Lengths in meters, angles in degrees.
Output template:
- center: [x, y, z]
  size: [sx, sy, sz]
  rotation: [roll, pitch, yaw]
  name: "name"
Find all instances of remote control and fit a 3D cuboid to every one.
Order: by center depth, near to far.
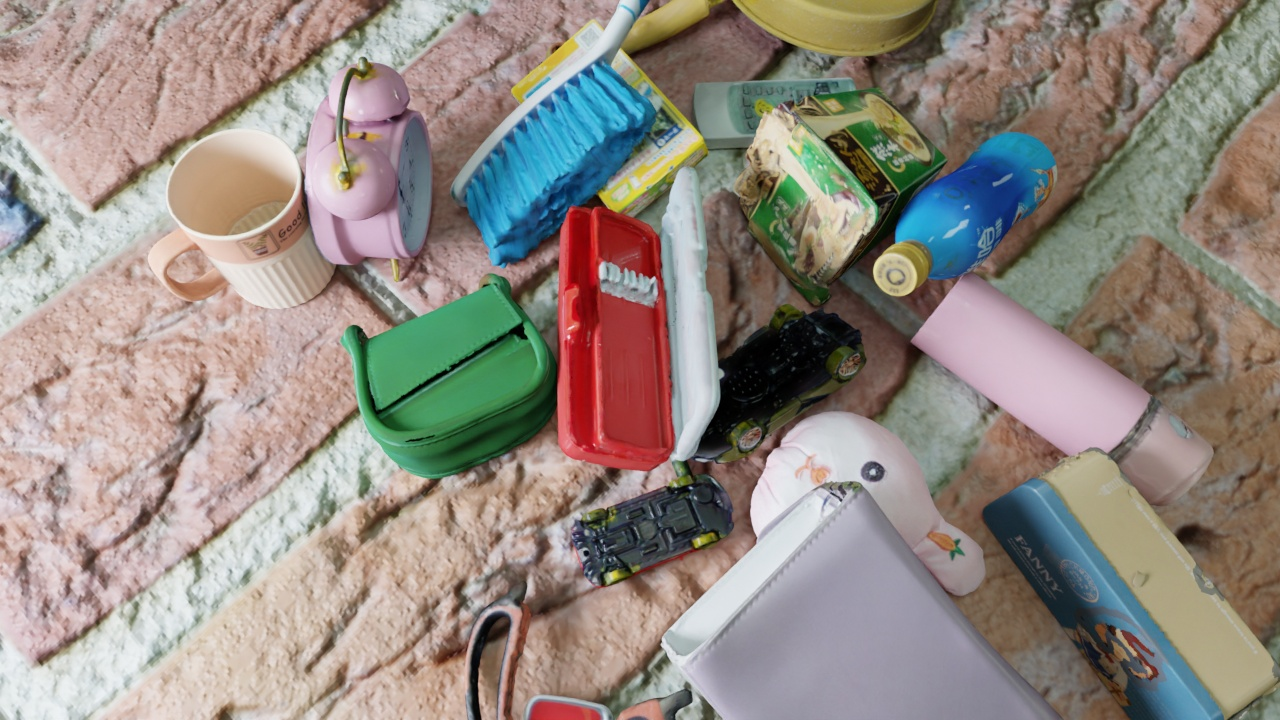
- center: [-0.052, 0.268, 0.536]
  size: [0.056, 0.020, 0.135]
  rotation: [10, 67, 0]
  name: "remote control"
- center: [0.109, -0.199, 0.738]
  size: [0.135, 0.019, 0.056]
  rotation: [-3, 68, -4]
  name: "remote control"

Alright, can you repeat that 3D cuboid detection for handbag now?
- center: [0.128, 0.186, 0.521]
  size: [0.145, 0.098, 0.197]
  rotation: [-42, 90, -7]
  name: "handbag"
- center: [-0.125, 0.007, 0.620]
  size: [0.131, 0.068, 0.120]
  rotation: [-24, 63, -11]
  name: "handbag"

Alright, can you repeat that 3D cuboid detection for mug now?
- center: [-0.270, -0.083, 0.622]
  size: [0.114, 0.106, 0.081]
  rotation: [-41, 75, -17]
  name: "mug"

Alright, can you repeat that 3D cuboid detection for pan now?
- center: [0.089, -0.311, 0.771]
  size: [0.356, 0.078, 0.197]
  rotation: [-19, 67, -17]
  name: "pan"

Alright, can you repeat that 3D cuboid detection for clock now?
- center: [-0.183, -0.131, 0.619]
  size: [0.060, 0.159, 0.117]
  rotation: [4, 68, 1]
  name: "clock"

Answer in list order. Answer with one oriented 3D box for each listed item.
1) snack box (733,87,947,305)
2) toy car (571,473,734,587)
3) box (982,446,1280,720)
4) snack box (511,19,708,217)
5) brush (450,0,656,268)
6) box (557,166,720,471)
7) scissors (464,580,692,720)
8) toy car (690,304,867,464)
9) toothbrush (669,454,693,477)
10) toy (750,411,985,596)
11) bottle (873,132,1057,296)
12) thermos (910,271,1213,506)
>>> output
- center: [0.151, -0.130, 0.668]
  size: [0.105, 0.118, 0.117]
  rotation: [-28, 71, -24]
  name: "snack box"
- center: [0.009, 0.110, 0.598]
  size: [0.106, 0.031, 0.049]
  rotation: [-21, 71, -8]
  name: "toy car"
- center: [0.296, 0.137, 0.573]
  size: [0.061, 0.090, 0.184]
  rotation: [-30, 70, -14]
  name: "box"
- center: [-0.024, -0.183, 0.703]
  size: [0.087, 0.033, 0.140]
  rotation: [-40, 72, 3]
  name: "snack box"
- center: [-0.021, -0.209, 0.656]
  size: [0.315, 0.060, 0.109]
  rotation: [-42, 71, 9]
  name: "brush"
- center: [0.004, -0.037, 0.600]
  size: [0.095, 0.102, 0.201]
  rotation: [13, 53, -22]
  name: "box"
- center: [-0.071, 0.239, 0.527]
  size: [0.222, 0.015, 0.189]
  rotation: [-42, 55, 0]
  name: "scissors"
- center: [0.084, 0.017, 0.630]
  size: [0.158, 0.042, 0.070]
  rotation: [-33, 49, -15]
  name: "toy car"
- center: [-0.004, 0.004, 0.652]
  size: [0.017, 0.012, 0.185]
  rotation: [-21, 70, -5]
  name: "toothbrush"
- center: [0.150, 0.108, 0.598]
  size: [0.159, 0.054, 0.121]
  rotation: [40, 72, 5]
  name: "toy"
- center: [0.224, -0.101, 0.638]
  size: [0.065, 0.065, 0.218]
  rotation: [44, 48, 14]
  name: "bottle"
- center: [0.293, 0.015, 0.639]
  size: [0.198, 0.067, 0.087]
  rotation: [36, 42, 12]
  name: "thermos"
